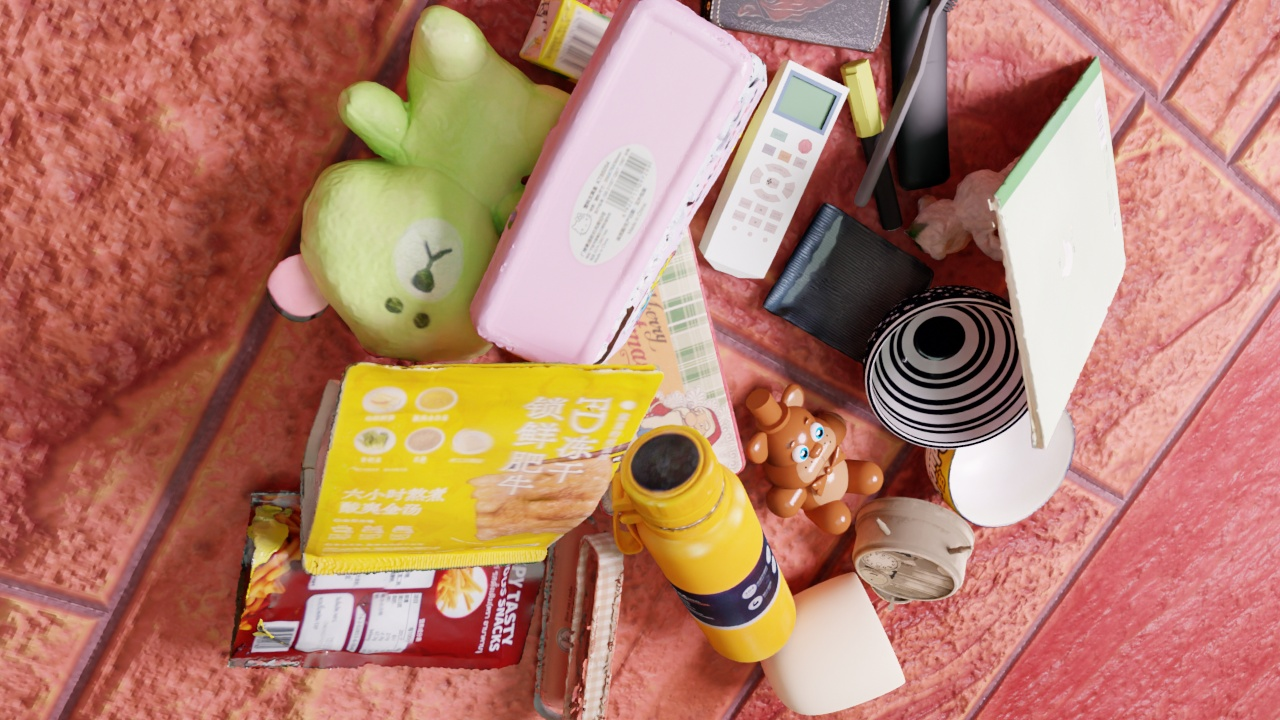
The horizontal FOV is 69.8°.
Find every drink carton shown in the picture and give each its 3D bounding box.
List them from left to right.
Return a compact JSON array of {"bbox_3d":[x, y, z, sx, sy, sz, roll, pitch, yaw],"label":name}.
[{"bbox_3d":[0.000,-0.174,0.560,0.134,0.058,0.043,20,103,-25],"label":"drink carton"}]

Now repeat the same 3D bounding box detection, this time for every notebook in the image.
[{"bbox_3d":[0.299,-0.084,0.637,0.251,0.010,0.182,-44,124,-40],"label":"notebook"}]

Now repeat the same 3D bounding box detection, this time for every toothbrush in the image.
[{"bbox_3d":[0.180,-0.183,0.617,0.013,0.013,0.167,13,105,-29],"label":"toothbrush"}]

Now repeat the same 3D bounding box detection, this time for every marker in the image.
[{"bbox_3d":[0.164,-0.148,0.644,0.021,0.018,0.124,-53,130,-45],"label":"marker"}]

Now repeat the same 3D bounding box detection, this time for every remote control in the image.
[{"bbox_3d":[0.086,-0.126,0.625,0.049,0.024,0.143,17,106,-23],"label":"remote control"},{"bbox_3d":[0.196,-0.195,0.636,0.041,0.020,0.152,-13,112,-11],"label":"remote control"}]

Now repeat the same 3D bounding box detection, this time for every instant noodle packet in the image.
[{"bbox_3d":[-0.100,0.051,0.528,0.162,0.084,0.222,4,151,-24],"label":"instant noodle packet"}]

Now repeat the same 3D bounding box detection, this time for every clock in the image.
[{"bbox_3d":[0.214,0.167,0.747,0.093,0.054,0.141,16,144,11],"label":"clock"}]

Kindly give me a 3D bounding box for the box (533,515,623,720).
[{"bbox_3d":[-0.047,0.203,0.685,0.041,0.082,0.187,-3,110,-28],"label":"box"}]

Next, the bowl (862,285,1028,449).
[{"bbox_3d":[0.220,-0.004,0.663,0.120,0.066,0.120,3,119,6],"label":"bowl"}]

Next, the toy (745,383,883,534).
[{"bbox_3d":[0.124,0.069,0.685,0.094,0.065,0.128,-53,126,-19],"label":"toy"}]

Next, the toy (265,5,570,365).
[{"bbox_3d":[-0.119,-0.090,0.534,0.150,0.107,0.197,31,107,-25],"label":"toy"}]

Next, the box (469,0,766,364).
[{"bbox_3d":[0.002,-0.083,0.503,0.146,0.077,0.202,11,114,-48],"label":"box"}]

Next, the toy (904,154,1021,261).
[{"bbox_3d":[0.245,-0.097,0.662,0.106,0.085,0.074,-13,157,7],"label":"toy"}]

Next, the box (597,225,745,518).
[{"bbox_3d":[-0.004,0.004,0.633,0.117,0.051,0.206,-19,114,-11],"label":"box"}]

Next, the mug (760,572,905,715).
[{"bbox_3d":[0.149,0.238,0.753,0.100,0.096,0.120,-24,158,4],"label":"mug"}]

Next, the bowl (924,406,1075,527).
[{"bbox_3d":[0.278,0.067,0.738,0.117,0.067,0.117,-6,112,-16],"label":"bowl"}]

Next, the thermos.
[{"bbox_3d":[0.044,0.137,0.642,0.091,0.076,0.233,-34,138,-6],"label":"thermos"}]

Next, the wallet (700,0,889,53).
[{"bbox_3d":[0.102,-0.242,0.588,0.123,0.019,0.072,1,106,-18],"label":"wallet"}]

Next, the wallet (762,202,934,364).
[{"bbox_3d":[0.155,-0.052,0.675,0.115,0.026,0.089,25,102,-24],"label":"wallet"}]

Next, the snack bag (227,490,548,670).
[{"bbox_3d":[-0.164,0.154,0.631,0.207,0.067,0.139,7,97,-24],"label":"snack bag"}]
